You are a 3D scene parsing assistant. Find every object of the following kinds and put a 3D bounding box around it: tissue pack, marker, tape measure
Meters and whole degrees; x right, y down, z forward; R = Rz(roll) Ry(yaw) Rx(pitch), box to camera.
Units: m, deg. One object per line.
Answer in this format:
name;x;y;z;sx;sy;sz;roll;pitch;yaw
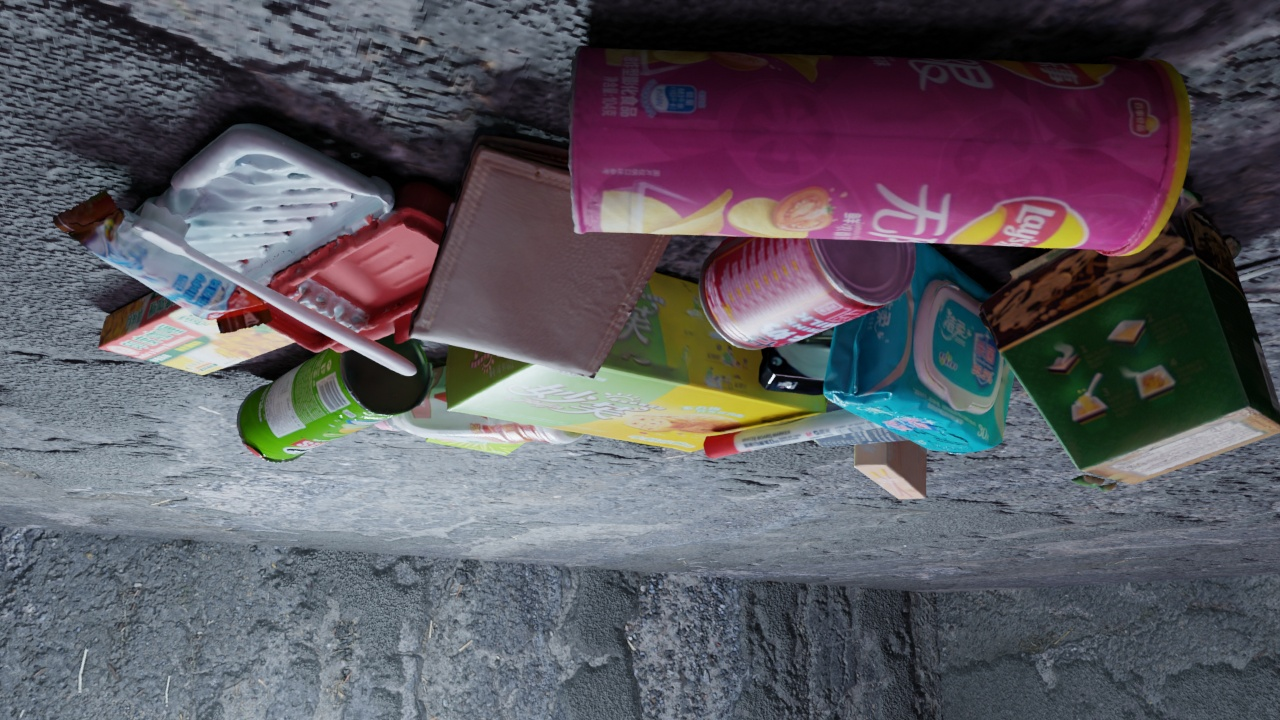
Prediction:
tissue pack;0.159;-0.006;0.515;0.133;0.093;0.050;23;164;-37
marker;0.102;0.045;0.594;0.146;0.017;0.017;-16;155;40
tape measure;0.105;-0.014;0.555;0.066;0.065;0.034;4;161;-3

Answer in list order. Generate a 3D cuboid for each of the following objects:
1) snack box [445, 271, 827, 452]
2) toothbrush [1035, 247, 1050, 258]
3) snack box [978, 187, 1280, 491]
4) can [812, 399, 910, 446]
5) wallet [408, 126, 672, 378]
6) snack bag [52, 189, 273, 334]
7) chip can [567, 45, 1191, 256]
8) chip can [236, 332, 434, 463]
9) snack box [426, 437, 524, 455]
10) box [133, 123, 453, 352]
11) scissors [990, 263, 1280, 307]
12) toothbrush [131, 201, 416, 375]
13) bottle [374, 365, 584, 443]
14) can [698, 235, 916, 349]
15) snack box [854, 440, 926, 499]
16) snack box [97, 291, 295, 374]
snack box;-0.004;0.004;0.614;0.209;0.070;0.158;12;160;-31
toothbrush;0.224;-0.042;0.509;0.016;0.018;0.181;-11;155;18
snack box;0.256;-0.001;0.464;0.118;0.105;0.118;13;144;-44
can;0.173;0.019;0.635;0.111;0.075;0.075;-8;160;32
wallet;-0.049;-0.047;0.441;0.101;0.032;0.125;11;131;-22
snack bag;-0.245;-0.048;0.478;0.048;0.026;0.104;-13;145;28
chip can;0.080;-0.078;0.342;0.210;0.071;0.071;2;163;1
chip can;-0.250;0.031;0.728;0.072;0.072;0.237;15;158;-36
snack box;-0.149;0.059;0.873;0.085;0.026;0.157;13;160;-19
box;-0.181;-0.059;0.499;0.202;0.039;0.158;-15;144;44
scissors;0.292;-0.032;0.565;0.174;0.012;0.163;6;160;-12
toothbrush;-0.188;-0.032;0.499;0.016;0.016;0.180;-2;154;37
bottle;-0.135;0.034;0.742;0.197;0.068;0.068;-3;162;29
can;0.079;-0.045;0.454;0.066;0.066;0.094;12;160;-29
snack box;0.206;0.059;0.746;0.026;0.084;0.157;-4;162;28
snack box;-0.302;-0.024;0.633;0.156;0.027;0.077;-13;156;39
